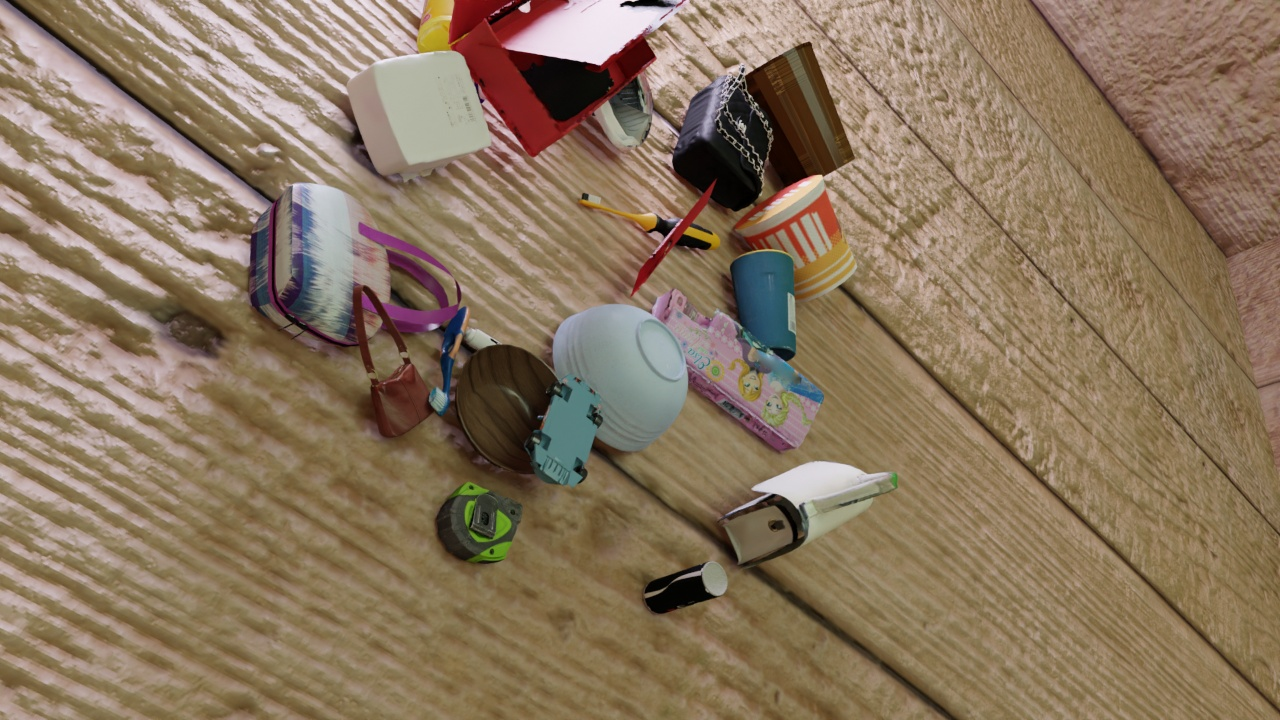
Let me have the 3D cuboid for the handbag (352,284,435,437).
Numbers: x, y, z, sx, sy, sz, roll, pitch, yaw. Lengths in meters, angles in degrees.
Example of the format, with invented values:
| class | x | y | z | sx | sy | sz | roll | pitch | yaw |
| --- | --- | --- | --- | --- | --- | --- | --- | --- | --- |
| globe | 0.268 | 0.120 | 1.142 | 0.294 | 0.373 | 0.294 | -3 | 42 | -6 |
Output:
| class | x | y | z | sx | sy | sz | roll | pitch | yaw |
| --- | --- | --- | --- | --- | --- | --- | --- | --- | --- |
| handbag | -0.200 | -0.003 | 0.720 | 0.055 | 0.029 | 0.120 | -44 | 125 | -52 |

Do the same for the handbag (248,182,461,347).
| class | x | y | z | sx | sy | sz | roll | pitch | yaw |
| --- | --- | --- | --- | --- | --- | --- | --- | --- | --- |
| handbag | -0.223 | -0.068 | 0.752 | 0.169 | 0.068 | 0.144 | 16 | 57 | -45 |

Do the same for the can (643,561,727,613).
| class | x | y | z | sx | sy | sz | roll | pitch | yaw |
| --- | --- | --- | --- | --- | --- | --- | --- | --- | --- |
| can | 0.039 | 0.205 | 0.826 | 0.031 | 0.081 | 0.031 | 23 | 53 | -34 |

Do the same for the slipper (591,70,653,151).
| class | x | y | z | sx | sy | sz | roll | pitch | yaw |
| --- | --- | --- | --- | --- | --- | --- | --- | --- | --- |
| slipper | -0.062 | -0.360 | 1.055 | 0.111 | 0.063 | 0.264 | -26 | 95 | -50 |

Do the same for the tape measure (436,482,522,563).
| class | x | y | z | sx | sy | sz | roll | pitch | yaw |
| --- | --- | --- | --- | --- | --- | --- | --- | --- | --- |
| tape measure | -0.129 | 0.132 | 0.740 | 0.065 | 0.036 | 0.058 | 29 | 51 | -30 |

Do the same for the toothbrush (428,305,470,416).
| class | x | y | z | sx | sy | sz | roll | pitch | yaw |
| --- | --- | --- | --- | --- | --- | --- | --- | --- | --- |
| toothbrush | -0.162 | -0.005 | 0.781 | 0.134 | 0.022 | 0.017 | -89 | 153 | -47 |

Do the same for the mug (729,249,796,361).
| class | x | y | z | sx | sy | sz | roll | pitch | yaw |
| --- | --- | --- | --- | --- | --- | --- | --- | --- | --- |
| mug | 0.150 | -0.060 | 1.091 | 0.078 | 0.078 | 0.121 | 15 | 62 | -38 |

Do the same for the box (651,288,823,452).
| class | x | y | z | sx | sy | sz | roll | pitch | yaw |
| --- | --- | --- | --- | --- | --- | --- | --- | --- | --- |
| box | 0.110 | 0.011 | 1.017 | 0.230 | 0.063 | 0.084 | 37 | 47 | -24 |

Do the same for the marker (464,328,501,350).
| class | x | y | z | sx | sy | sz | roll | pitch | yaw |
| --- | --- | --- | --- | --- | --- | --- | --- | --- | --- |
| marker | -0.106 | 0.008 | 0.848 | 0.133 | 0.017 | 0.020 | 34 | 27 | -26 |

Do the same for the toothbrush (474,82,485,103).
| class | x | y | z | sx | sy | sz | roll | pitch | yaw |
| --- | --- | --- | --- | --- | --- | --- | --- | --- | --- |
| toothbrush | -0.174 | -0.353 | 0.986 | 0.015 | 0.016 | 0.186 | 14 | 58 | -38 |

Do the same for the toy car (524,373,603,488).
| class | x | y | z | sx | sy | sz | roll | pitch | yaw |
| --- | --- | --- | --- | --- | --- | --- | --- | --- | --- |
| toy car | -0.068 | 0.063 | 0.793 | 0.060 | 0.028 | 0.107 | 39 | 41 | -21 |

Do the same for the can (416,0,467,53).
| class | x | y | z | sx | sy | sz | roll | pitch | yaw |
| --- | --- | --- | --- | --- | --- | --- | --- | --- | --- |
| can | -0.187 | -0.350 | 0.933 | 0.067 | 0.068 | 0.104 | 23 | 53 | -33 |

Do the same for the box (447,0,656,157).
| class | x | y | z | sx | sy | sz | roll | pitch | yaw |
| --- | --- | --- | --- | --- | --- | --- | --- | --- | --- |
| box | -0.095 | -0.422 | 0.847 | 0.212 | 0.128 | 0.426 | -51 | 144 | -43 |

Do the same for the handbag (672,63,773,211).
| class | x | y | z | sx | sy | sz | roll | pitch | yaw |
| --- | --- | --- | --- | --- | --- | --- | --- | --- | --- |
| handbag | 0.124 | -0.280 | 1.158 | 0.125 | 0.115 | 0.153 | 39 | 42 | -25 |

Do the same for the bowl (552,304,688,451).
| class | x | y | z | sx | sy | sz | roll | pitch | yaw |
| --- | --- | --- | --- | --- | --- | --- | --- | --- | --- |
| bowl | -0.005 | 0.005 | 0.885 | 0.150 | 0.075 | 0.150 | 33 | 41 | -35 |

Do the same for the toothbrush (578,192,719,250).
| class | x | y | z | sx | sy | sz | roll | pitch | yaw |
| --- | --- | --- | --- | --- | --- | --- | --- | --- | --- |
| toothbrush | 0.014 | -0.157 | 1.048 | 0.196 | 0.031 | 0.031 | 11 | 85 | -35 |

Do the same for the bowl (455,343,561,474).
| class | x | y | z | sx | sy | sz | roll | pitch | yaw |
| --- | --- | --- | --- | --- | --- | --- | --- | --- | --- |
| bowl | -0.116 | 0.046 | 0.803 | 0.119 | 0.032 | 0.119 | 22 | 54 | -34 |

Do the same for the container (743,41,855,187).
| class | x | y | z | sx | sy | sz | roll | pitch | yaw |
| --- | --- | --- | --- | --- | --- | --- | --- | --- | --- |
| container | 0.214 | -0.330 | 1.268 | 0.131 | 0.132 | 0.167 | -36 | 100 | -48 |

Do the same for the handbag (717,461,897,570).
| class | x | y | z | sx | sy | sz | roll | pitch | yaw |
| --- | --- | --- | --- | --- | --- | --- | --- | --- | --- |
| handbag | 0.182 | 0.138 | 0.930 | 0.151 | 0.176 | 0.074 | -13 | 75 | -46 |

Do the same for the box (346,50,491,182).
| class | x | y | z | sx | sy | sz | roll | pitch | yaw |
| --- | --- | --- | --- | --- | --- | --- | --- | --- | --- |
| box | -0.217 | -0.221 | 0.857 | 0.107 | 0.102 | 0.102 | -28 | 106 | -42 |

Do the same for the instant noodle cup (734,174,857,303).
| class | x | y | z | sx | sy | sz | roll | pitch | yaw |
| --- | --- | --- | --- | --- | --- | --- | --- | --- | --- |
| instant noodle cup | 0.204 | -0.149 | 1.164 | 0.121 | 0.124 | 0.123 | 57 | 42 | -14 |
